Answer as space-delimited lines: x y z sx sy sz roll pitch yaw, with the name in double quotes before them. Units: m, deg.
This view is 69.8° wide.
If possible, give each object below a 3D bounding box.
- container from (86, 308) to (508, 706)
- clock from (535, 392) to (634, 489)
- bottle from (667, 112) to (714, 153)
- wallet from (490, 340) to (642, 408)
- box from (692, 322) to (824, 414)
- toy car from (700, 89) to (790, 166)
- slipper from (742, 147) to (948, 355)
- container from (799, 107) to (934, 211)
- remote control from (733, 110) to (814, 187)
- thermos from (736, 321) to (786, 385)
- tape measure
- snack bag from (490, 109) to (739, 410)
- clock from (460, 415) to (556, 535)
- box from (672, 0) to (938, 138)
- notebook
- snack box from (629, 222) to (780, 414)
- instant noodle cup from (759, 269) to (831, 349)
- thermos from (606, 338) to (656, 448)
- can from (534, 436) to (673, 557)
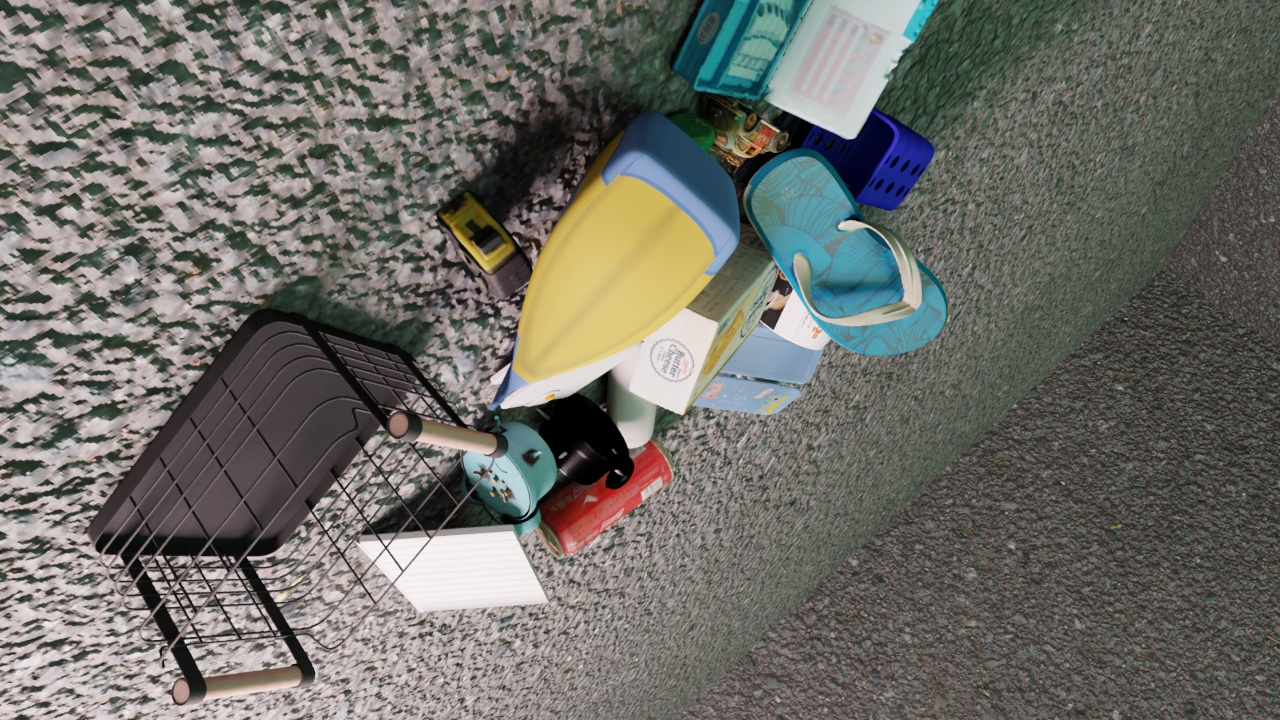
"container" -0.229 0.098 0.629 0.241 0.130 0.162 -50 153 8
"clock" -0.050 0.083 0.912 0.043 0.091 0.120 -43 143 17
"bottle" 0.029 -0.146 0.756 0.043 0.043 0.111 -27 149 -33
"wallet" -0.056 0.001 0.804 0.119 0.037 0.115 -33 165 38
"box" 0.107 0.012 1.029 0.209 0.034 0.128 9 124 -33
"toy car" 0.081 -0.189 0.762 0.111 0.047 0.047 4 123 -57
"slipper" 0.200 -0.080 0.864 0.118 0.060 0.295 -36 128 19
"container" 0.223 -0.204 0.907 0.113 0.085 0.085 -5 133 -55
"remote control" 0.146 -0.218 0.845 0.150 0.022 0.047 -52 153 13
"thermos" 0.180 -0.046 1.090 0.077 0.065 0.207 -38 158 -55
"tape measure" -0.106 -0.073 0.641 0.038 0.062 0.067 -39 154 -11
"snack bag" -0.030 -0.065 0.659 0.206 0.102 0.158 -46 -166 21
"clock" -0.123 0.111 0.851 0.053 0.090 0.124 -36 154 -41
"box" 0.140 -0.293 0.677 0.181 0.071 0.228 7 126 -32
"notebook" -0.178 0.210 0.908 0.142 0.009 0.210 -4 148 2
"snack box" 0.069 -0.045 0.858 0.207 0.057 0.104 -45 157 -53
"instant noodle cup" 0.184 -0.085 0.962 0.123 0.123 0.122 -3 126 -54
"thermos" -0.005 0.005 0.909 0.052 0.052 0.225 -32 151 -25
"can" -0.041 0.153 1.051 0.169 0.067 0.067 -34 152 -22
